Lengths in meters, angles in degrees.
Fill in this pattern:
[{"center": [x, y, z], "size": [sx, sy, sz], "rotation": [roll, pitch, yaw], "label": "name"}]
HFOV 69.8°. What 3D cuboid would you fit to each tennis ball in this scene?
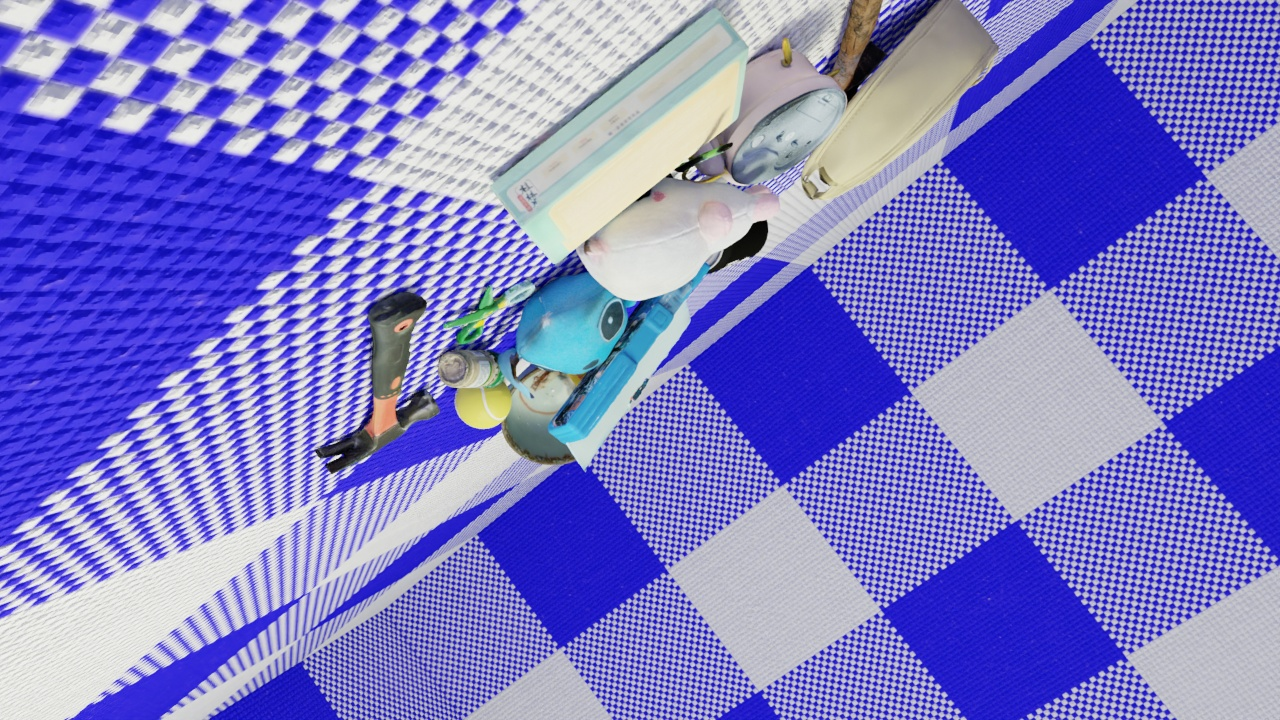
[{"center": [-0.183, 0.047, 1.066], "size": [0.065, 0.065, 0.065], "rotation": [-37, 174, -5], "label": "tennis ball"}]

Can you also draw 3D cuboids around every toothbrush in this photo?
[{"center": [0.042, -0.163, 0.766], "size": [0.014, 0.017, 0.188], "rotation": [-40, -166, -10], "label": "toothbrush"}]

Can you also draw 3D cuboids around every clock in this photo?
[{"center": [0.102, -0.203, 0.807], "size": [0.158, 0.058, 0.116], "rotation": [-41, 160, 29], "label": "clock"}]

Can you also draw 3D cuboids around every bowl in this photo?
[{"center": [-0.116, 0.048, 1.225], "size": [0.160, 0.160, 0.094], "rotation": [-38, -146, 3], "label": "bowl"}]

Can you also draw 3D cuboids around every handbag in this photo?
[{"center": [0.280, -0.278, 0.997], "size": [0.232, 0.088, 0.191], "rotation": [-50, -177, -35], "label": "handbag"}]

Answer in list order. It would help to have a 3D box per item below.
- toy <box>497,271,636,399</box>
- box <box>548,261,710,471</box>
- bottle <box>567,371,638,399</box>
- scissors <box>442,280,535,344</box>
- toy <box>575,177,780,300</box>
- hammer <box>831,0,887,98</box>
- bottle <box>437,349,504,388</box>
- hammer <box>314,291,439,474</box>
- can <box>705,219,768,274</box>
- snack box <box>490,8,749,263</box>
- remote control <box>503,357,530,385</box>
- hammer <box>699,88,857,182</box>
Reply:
[{"center": [-0.050, -0.052, 0.968], "size": [0.224, 0.099, 0.191], "rotation": [-39, 180, 21], "label": "toy"}, {"center": [-0.017, -0.001, 1.054], "size": [0.243, 0.060, 0.176], "rotation": [-54, 172, -18], "label": "box"}, {"center": [-0.058, 0.000, 1.135], "size": [0.071, 0.134, 0.048], "rotation": [-38, -151, -7], "label": "bottle"}, {"center": [-0.138, -0.050, 0.858], "size": [0.123, 0.011, 0.127], "rotation": [-37, 175, -22], "label": "scissors"}, {"center": [0.031, -0.115, 0.797], "size": [0.179, 0.101, 0.138], "rotation": [-18, -166, 5], "label": "toy"}, {"center": [0.203, -0.309, 0.814], "size": [0.120, 0.033, 0.330], "rotation": [-47, 173, -5], "label": "hammer"}, {"center": [-0.174, 0.009, 0.952], "size": [0.043, 0.042, 0.110], "rotation": [-39, 173, 8], "label": "bottle"}, {"center": [-0.226, 0.020, 0.816], "size": [0.132, 0.033, 0.334], "rotation": [-34, 171, -27], "label": "hammer"}, {"center": [0.096, -0.153, 1.115], "size": [0.080, 0.080, 0.145], "rotation": [-41, 173, 31], "label": "can"}, {"center": [-0.009, -0.155, 0.673], "size": [0.193, 0.044, 0.141], "rotation": [-38, 175, 1], "label": "snack box"}, {"center": [-0.156, 0.008, 1.106], "size": [0.134, 0.022, 0.050], "rotation": [-41, -166, 30], "label": "remote control"}, {"center": [0.123, -0.223, 0.999], "size": [0.310, 0.029, 0.125], "rotation": [-36, 173, -20], "label": "hammer"}]
